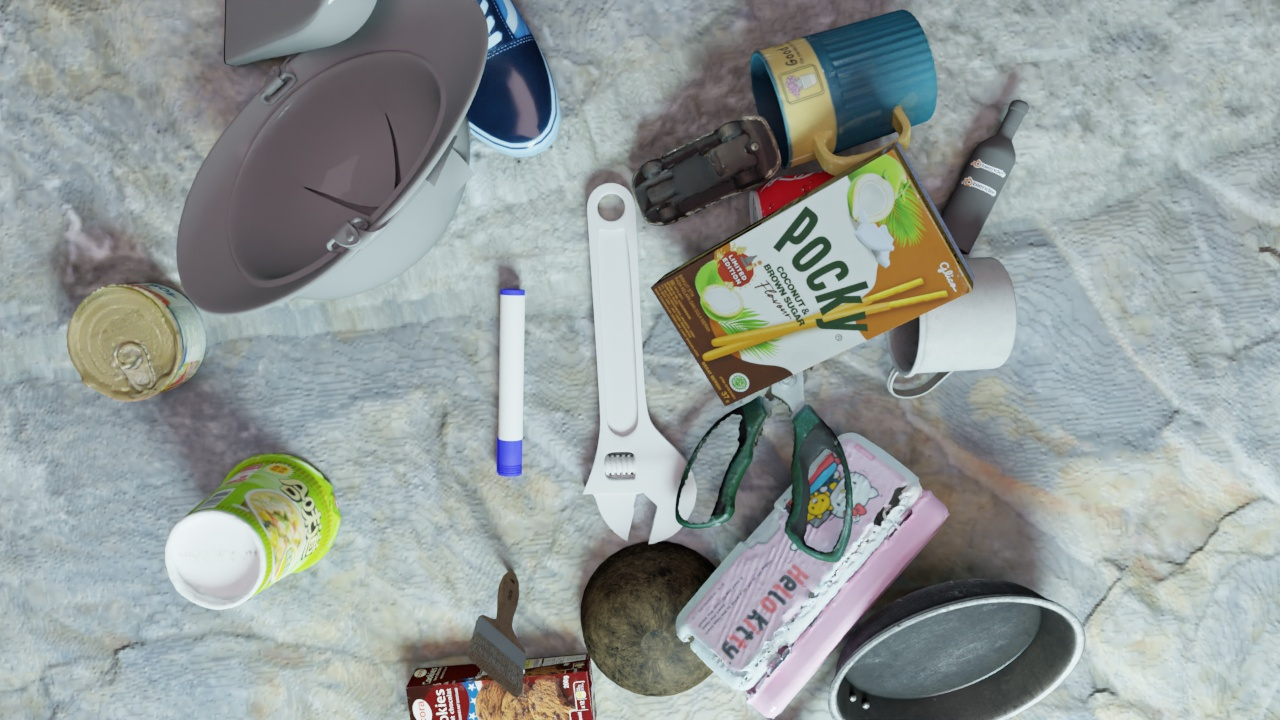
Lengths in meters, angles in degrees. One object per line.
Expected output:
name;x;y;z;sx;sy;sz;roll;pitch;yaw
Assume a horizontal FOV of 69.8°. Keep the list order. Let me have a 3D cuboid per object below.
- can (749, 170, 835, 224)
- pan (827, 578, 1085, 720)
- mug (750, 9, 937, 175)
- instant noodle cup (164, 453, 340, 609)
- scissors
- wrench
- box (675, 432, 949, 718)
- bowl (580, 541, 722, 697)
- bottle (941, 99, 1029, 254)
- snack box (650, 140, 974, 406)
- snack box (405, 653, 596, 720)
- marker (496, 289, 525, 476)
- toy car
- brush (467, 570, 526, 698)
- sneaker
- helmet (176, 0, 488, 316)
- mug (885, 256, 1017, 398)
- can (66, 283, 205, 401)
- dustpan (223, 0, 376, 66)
can;0.133;-0.103;0.654;0.105;0.064;0.064;-7;97;2
pan;0.165;0.274;0.695;0.358;0.055;0.187;-39;125;21
mug;0.143;-0.174;0.626;0.107;0.083;0.113;-16;57;-1
instant noodle cup;-0.287;0.127;0.669;0.099;0.108;0.099;0;98;2
scissors;0.083;0.043;0.678;0.147;0.015;0.209;-7;73;22
wrench;-0.004;0.004;0.694;0.087;0.018;0.273;-2;96;1
box;0.123;0.154;0.676;0.102;0.087;0.201;41;83;19
bowl;0.013;0.205;0.700;0.121;0.056;0.121;0;97;1
bottle;0.250;-0.134;0.664;0.030;0.030;0.113;25;97;-2
snack box;0.111;-0.052;0.615;0.186;0.031;0.101;-28;100;29
snack box;-0.108;0.268;0.722;0.141;0.031;0.051;-6;97;2
marker;-0.099;0.017;0.696;0.020;0.020;0.141;2;97;1
toy car;0.047;-0.134;0.656;0.113;0.040;0.048;-20;92;27
brush;-0.098;0.184;0.655;0.008;0.143;0.045;-44;103;7
sneaker;-0.135;-0.251;0.621;0.083;0.098;0.241;-27;96;4
helmet;-0.183;-0.121;0.634;0.271;0.117;0.183;-39;60;10
mug;0.218;-0.020;0.661;0.070;0.084;0.113;-4;127;-1
can;-0.374;-0.015;0.684;0.086;0.043;0.086;0;97;1
dustpan;-0.192;-0.284;0.574;0.258;0.033;0.163;6;95;44
